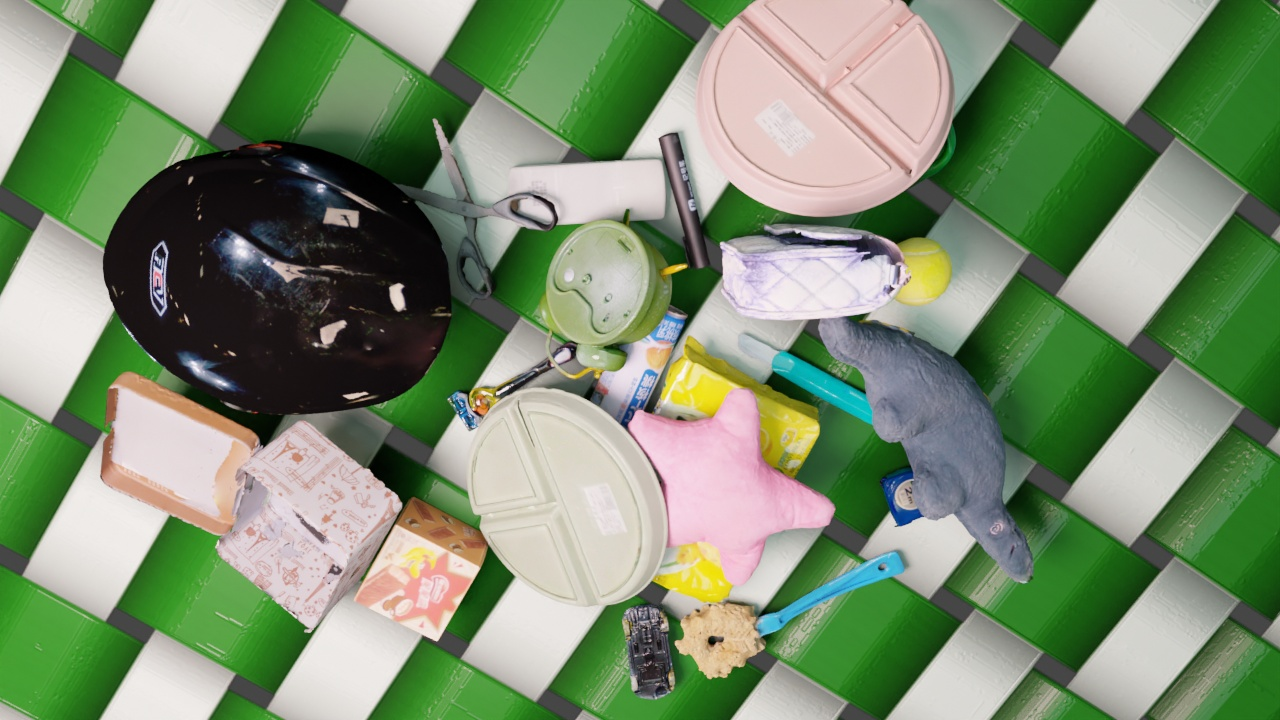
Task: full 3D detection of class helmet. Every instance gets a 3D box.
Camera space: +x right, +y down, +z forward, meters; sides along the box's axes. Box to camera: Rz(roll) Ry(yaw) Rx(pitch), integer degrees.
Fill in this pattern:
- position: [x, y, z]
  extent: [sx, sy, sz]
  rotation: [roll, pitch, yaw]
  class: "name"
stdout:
- position: [-0.295, -0.066, 0.790]
  extent: [0.274, 0.230, 0.233]
  rotation: [-2, 106, -41]
  class: "helmet"

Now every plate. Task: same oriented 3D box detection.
- position: [-0.079, 0.138, 0.883]
  extent: [0.230, 0.027, 0.230]
  rotation: [12, 115, 28]
  class: "plate"
- position: [0.163, -0.240, 0.815]
  extent: [0.229, 0.028, 0.229]
  rotation: [-2, 78, 7]
  class: "plate"

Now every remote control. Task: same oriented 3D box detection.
- position: [-0.051, -0.161, 0.878]
  extent: [0.150, 0.021, 0.058]
  rotation: [-3, 108, 0]
  class: "remote control"

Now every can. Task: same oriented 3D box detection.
- position: [-0.005, 0.005, 0.900]
  extent: [0.053, 0.053, 0.135]
  rotation: [24, 101, -6]
  class: "can"

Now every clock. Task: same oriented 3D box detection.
- position: [-0.037, -0.055, 0.860]
  extent: [0.161, 0.056, 0.116]
  rotation: [-52, 58, 16]
  class: "clock"

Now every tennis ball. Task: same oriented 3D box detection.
- position: [0.265, -0.085, 0.881]
  extent: [0.065, 0.065, 0.065]
  rotation: [0, 102, -2]
  class: "tennis ball"

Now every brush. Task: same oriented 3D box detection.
- position: [0.159, 0.262, 0.973]
  extent: [0.254, 0.046, 0.083]
  rotation: [-24, 98, 0]
  class: "brush"

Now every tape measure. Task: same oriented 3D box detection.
- position: [0.279, 0.138, 0.951]
  extent: [0.054, 0.025, 0.058]
  rotation: [-22, 106, 2]
  class: "tape measure"

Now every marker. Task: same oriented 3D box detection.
- position: [0.042, -0.153, 0.885]
  extent: [0.022, 0.020, 0.132]
  rotation: [-9, 105, 25]
  class: "marker"

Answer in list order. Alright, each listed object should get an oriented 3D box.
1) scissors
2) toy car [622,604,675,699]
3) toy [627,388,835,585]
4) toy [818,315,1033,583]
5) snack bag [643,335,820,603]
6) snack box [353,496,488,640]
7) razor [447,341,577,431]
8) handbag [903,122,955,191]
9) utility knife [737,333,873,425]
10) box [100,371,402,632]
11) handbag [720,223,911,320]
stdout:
- position: [-0.166, -0.140, 0.875]
  extent: [0.177, 0.014, 0.160]
  rotation: [18, 112, 7]
  class: "scissors"
- position: [0.009, 0.310, 0.979]
  extent: [0.049, 0.031, 0.105]
  rotation: [-7, 101, 1]
  class: "toy car"
- position: [0.062, 0.118, 0.850]
  extent: [0.179, 0.074, 0.194]
  rotation: [-36, 99, 17]
  class: "toy"
- position: [0.286, 0.066, 0.884]
  extent: [0.092, 0.137, 0.356]
  rotation: [-24, 112, 39]
  class: "toy"
- position: [0.060, 0.117, 0.919]
  extent: [0.158, 0.068, 0.247]
  rotation: [26, 100, -7]
  class: "snack bag"
- position: [-0.219, 0.209, 0.928]
  extent: [0.094, 0.077, 0.093]
  rotation: [29, 100, -8]
  class: "snack box"
- position: [-0.123, 0.022, 0.918]
  extent: [0.143, 0.022, 0.042]
  rotation: [-30, 104, 5]
  class: "razor"
- position: [0.220, -0.213, 0.856]
  extent: [0.131, 0.068, 0.120]
  rotation: [-18, 91, 5]
  class: "handbag"
- position: [0.181, 0.021, 0.929]
  extent: [0.193, 0.013, 0.029]
  rotation: [28, 99, -9]
  class: "utility knife"
- position: [-0.371, 0.120, 0.862]
  extent: [0.262, 0.088, 0.178]
  rotation: [37, 133, 0]
  class: "box"
- position: [0.143, -0.084, 0.813]
  extent: [0.134, 0.193, 0.075]
  rotation: [-3, 101, -2]
  class: "handbag"
